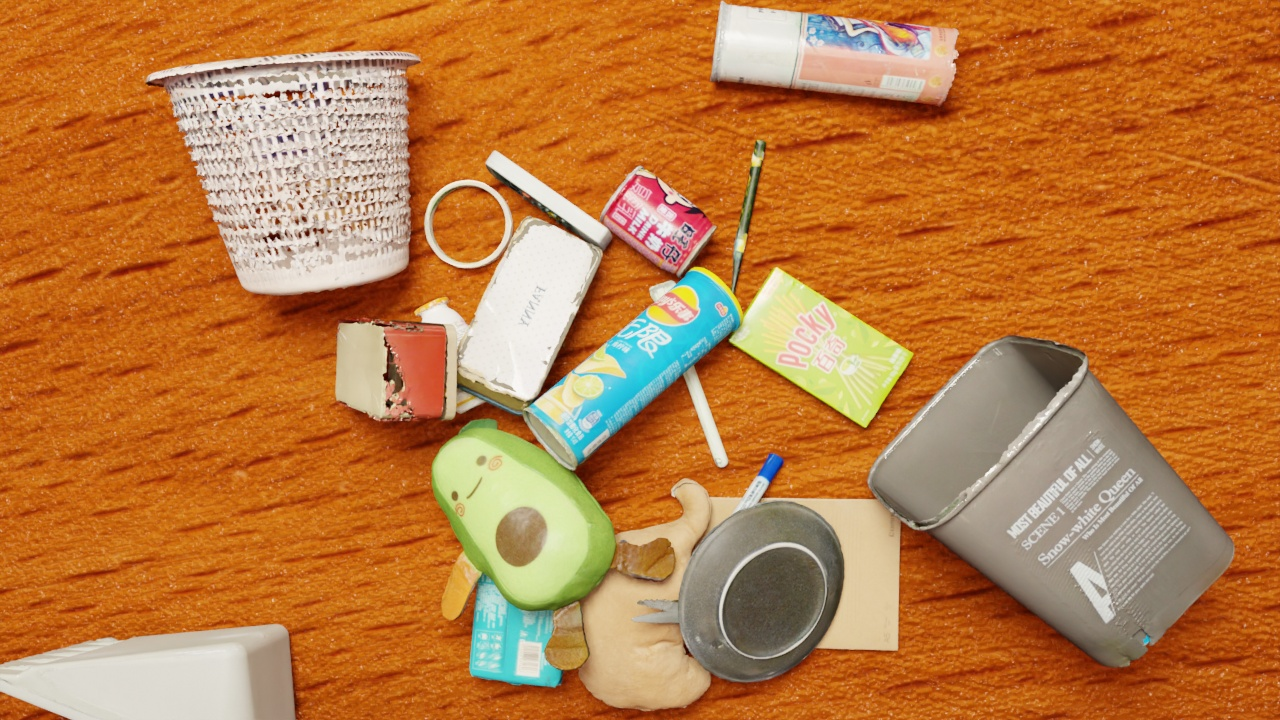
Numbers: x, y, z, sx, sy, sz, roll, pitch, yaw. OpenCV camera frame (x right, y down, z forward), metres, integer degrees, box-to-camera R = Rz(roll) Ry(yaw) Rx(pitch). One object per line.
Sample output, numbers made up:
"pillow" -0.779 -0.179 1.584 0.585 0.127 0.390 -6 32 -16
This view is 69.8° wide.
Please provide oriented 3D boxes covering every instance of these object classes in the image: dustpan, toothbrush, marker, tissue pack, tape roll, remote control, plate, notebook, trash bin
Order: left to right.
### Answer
"dustpan" -0.418 0.327 0.844 0.257 0.223 0.142 -5 81 -7
"trash bin" -0.297 -0.166 0.822 0.227 0.227 0.192 -5 105 4
"tape roll" -0.169 -0.133 0.901 0.086 0.014 0.086 0 93 3
"tissue pack" -0.116 0.250 0.900 0.093 0.050 0.133 6 93 5
"remote control" -0.086 -0.150 0.874 0.135 0.056 0.019 35 88 1
"toothbrush" 0.051 0.015 0.894 0.029 0.020 0.189 -18 93 29
"toothbrush" 0.095 -0.121 0.887 0.017 0.012 0.186 12 94 14
"marker" 0.093 0.149 0.868 0.017 0.017 0.145 36 68 1
"plate" 0.119 0.218 0.848 0.179 0.024 0.179 -5 104 -22
"notebook" 0.148 0.209 0.902 0.211 0.012 0.149 0 93 4
"trash bin" 0.356 0.124 0.800 0.220 0.198 0.199 42 94 -5

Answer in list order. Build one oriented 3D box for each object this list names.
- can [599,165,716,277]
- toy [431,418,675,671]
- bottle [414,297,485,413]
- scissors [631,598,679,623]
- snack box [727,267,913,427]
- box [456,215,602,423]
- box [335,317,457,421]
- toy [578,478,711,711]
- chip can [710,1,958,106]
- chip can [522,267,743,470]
"can" 0.018 -0.129 0.863 0.094 0.066 0.066 38 94 1
"toy" -0.100 0.151 0.839 0.247 0.090 0.227 40 83 17
"bottle" -0.178 -0.006 0.884 0.063 0.063 0.108 -26 91 4
"scissors" 0.074 0.226 0.854 0.146 0.014 0.172 -45 117 -12
"snack box" 0.171 -0.013 0.881 0.156 0.026 0.086 33 94 2
"box" -0.108 -0.036 0.846 0.090 0.061 0.184 28 73 -6
"box" -0.233 0.008 0.829 0.080 0.169 0.091 0 93 -32
"toy" 0.006 0.224 0.877 0.143 0.082 0.226 7 95 -7
"chip can" 0.175 -0.280 0.844 0.215 0.071 0.071 8 93 3
"chip can" -0.005 0.005 0.825 0.210 0.071 0.071 -40 90 -18
